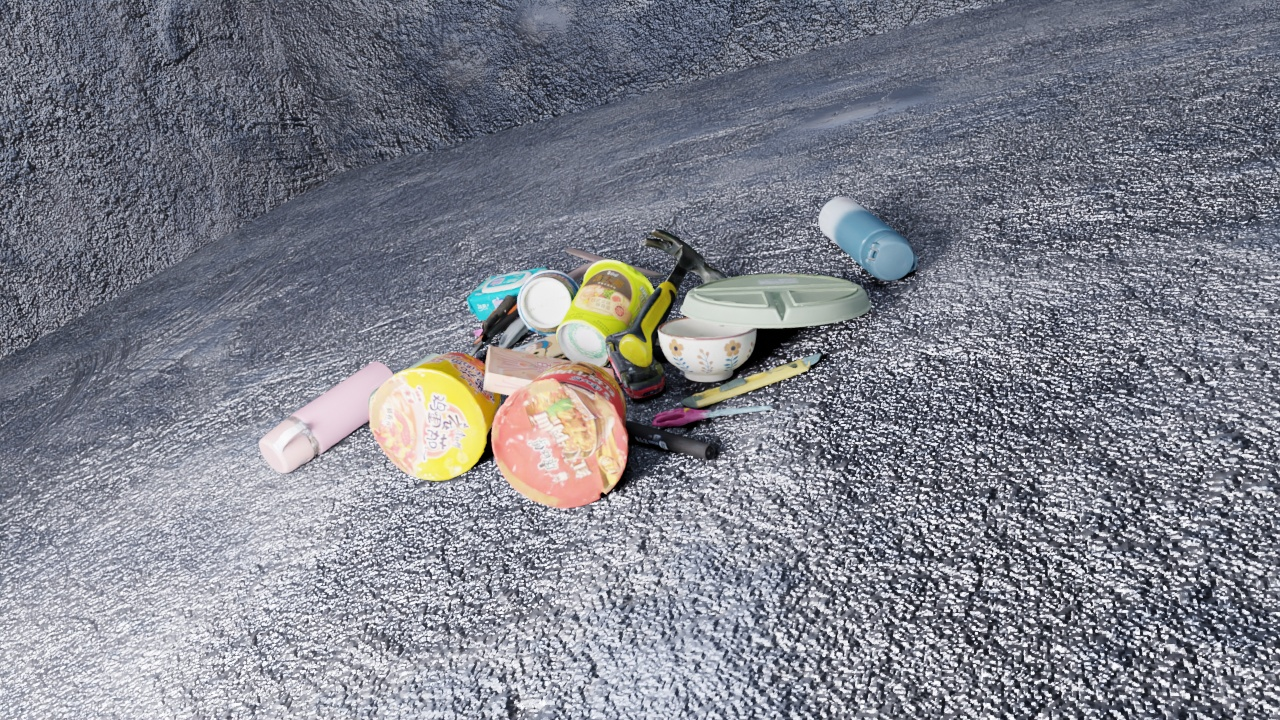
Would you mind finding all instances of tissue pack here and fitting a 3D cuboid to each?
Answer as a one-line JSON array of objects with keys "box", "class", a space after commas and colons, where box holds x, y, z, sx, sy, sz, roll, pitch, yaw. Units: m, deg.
[{"box": [-0.210, -0.112, 1.522, 0.134, 0.050, 0.093, -8, 26, 23], "class": "tissue pack"}]

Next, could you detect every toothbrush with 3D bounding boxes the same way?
[{"box": [-0.187, -0.058, 1.435, 0.189, 0.014, 0.017, -12, 26, 17], "class": "toothbrush"}]

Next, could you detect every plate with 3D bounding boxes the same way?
[{"box": [0.163, -0.076, 1.118, 0.230, 0.027, 0.230, -2, 15, 0], "class": "plate"}]

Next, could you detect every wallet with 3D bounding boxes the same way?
[{"box": [-0.145, -0.008, 1.289, 0.115, 0.024, 0.087, -18, 19, -1], "class": "wallet"}]

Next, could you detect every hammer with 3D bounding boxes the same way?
[{"box": [0.029, -0.084, 1.188, 0.032, 0.126, 0.322, -47, 7, 30], "class": "hammer"}]

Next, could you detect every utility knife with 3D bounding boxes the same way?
[{"box": [0.127, 0.025, 1.033, 0.166, 0.018, 0.031, -15, 30, -2], "class": "utility knife"}]

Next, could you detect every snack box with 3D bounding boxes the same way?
[{"box": [-0.107, 0.023, 1.094, 0.157, 0.026, 0.084, 11, 21, -12], "class": "snack box"}]

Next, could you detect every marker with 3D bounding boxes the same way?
[{"box": [0.028, 0.083, 0.970, 0.022, 0.020, 0.132, -19, 20, -39], "class": "marker"}]

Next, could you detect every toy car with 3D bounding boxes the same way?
[{"box": [-0.007, 0.007, 1.124, 0.053, 0.045, 0.120, -17, 35, -8], "class": "toy car"}]

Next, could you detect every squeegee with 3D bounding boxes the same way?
[{"box": [-0.127, -0.098, 1.407, 0.249, 0.040, 0.248, -41, 37, -22], "class": "squeegee"}]

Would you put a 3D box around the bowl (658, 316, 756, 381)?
[{"box": [0.079, -0.012, 1.067, 0.113, 0.062, 0.113, -3, 17, 1], "class": "bowl"}]

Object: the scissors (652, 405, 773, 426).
[{"box": [0.077, 0.058, 0.993, 0.133, 0.017, 0.056, -6, 12, 17], "class": "scissors"}]

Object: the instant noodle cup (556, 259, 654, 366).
[{"box": [-0.051, -0.055, 1.230, 0.112, 0.112, 0.123, -3, 37, 31], "class": "instant noodle cup"}]

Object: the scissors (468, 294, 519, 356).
[{"box": [-0.222, -0.044, 1.368, 0.190, 0.022, 0.228, -34, 20, 18], "class": "scissors"}]

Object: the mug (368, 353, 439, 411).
[{"box": [-0.298, 0.056, 1.207, 0.106, 0.082, 0.112, -39, 0, -35], "class": "mug"}]

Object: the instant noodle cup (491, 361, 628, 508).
[{"box": [-0.075, 0.069, 0.953, 0.138, 0.138, 0.108, -14, 16, 11], "class": "instant noodle cup"}]

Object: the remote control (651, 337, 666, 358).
[{"box": [0.055, -0.021, 1.165, 0.137, 0.024, 0.053, -5, 29, 31], "class": "remote control"}]

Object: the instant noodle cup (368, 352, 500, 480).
[{"box": [-0.233, 0.057, 1.090, 0.138, 0.138, 0.109, -13, 17, 13], "class": "instant noodle cup"}]

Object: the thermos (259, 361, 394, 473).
[{"box": [-0.419, 0.073, 1.250, 0.198, 0.067, 0.087, -39, -6, -41], "class": "thermos"}]

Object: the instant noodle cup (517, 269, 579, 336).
[{"box": [-0.130, -0.081, 1.303, 0.099, 0.099, 0.110, -20, 4, -2], "class": "instant noodle cup"}]

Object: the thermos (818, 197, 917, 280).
[{"box": [0.305, -0.165, 1.241, 0.070, 0.070, 0.220, -19, 25, 0], "class": "thermos"}]
